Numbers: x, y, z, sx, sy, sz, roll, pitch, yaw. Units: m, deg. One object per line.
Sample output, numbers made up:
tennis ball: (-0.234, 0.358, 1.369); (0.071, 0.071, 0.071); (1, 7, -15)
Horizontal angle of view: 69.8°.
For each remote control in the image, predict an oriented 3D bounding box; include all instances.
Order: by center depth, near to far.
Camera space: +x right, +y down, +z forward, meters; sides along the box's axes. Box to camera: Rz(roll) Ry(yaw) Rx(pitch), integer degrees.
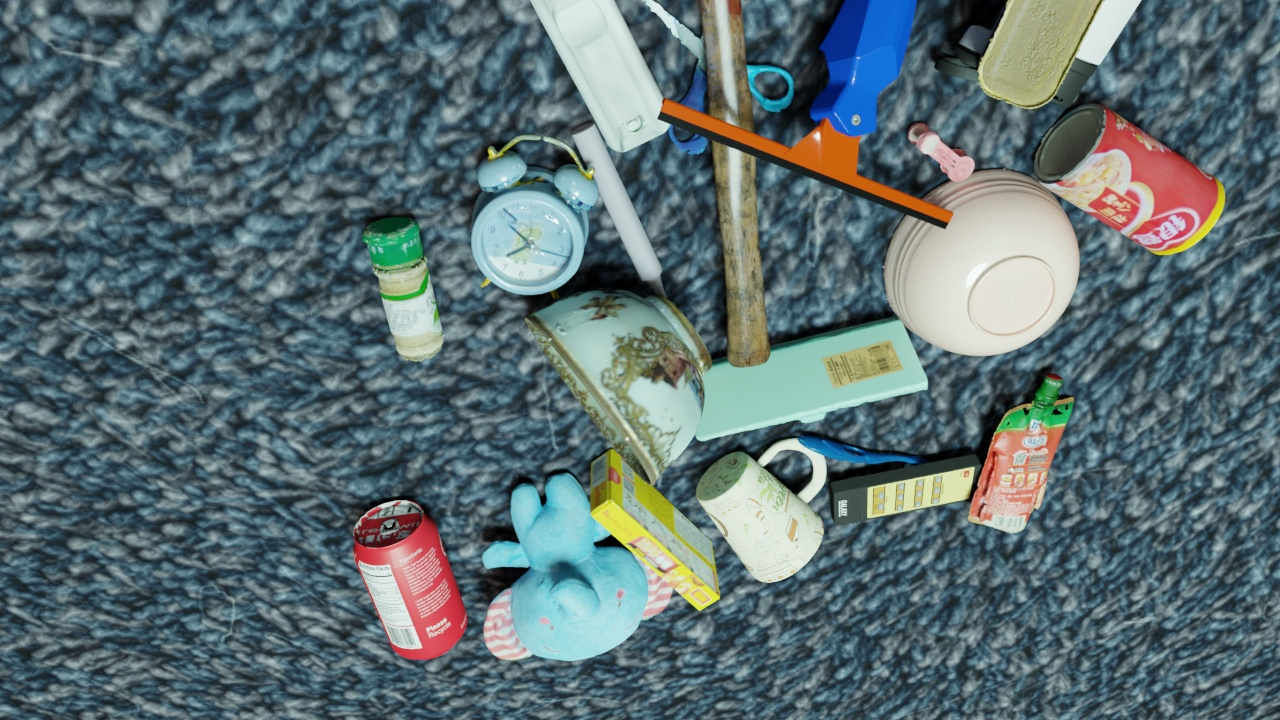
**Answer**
remote control: (-0.027, -0.208, 0.628); (0.050, 0.022, 0.133); (-22, 118, 17)
remote control: (0.241, 0.120, 0.840); (0.133, 0.013, 0.058); (-12, 137, 4)

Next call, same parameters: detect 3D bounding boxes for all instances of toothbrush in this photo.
toothbrush: (-0.005, -0.094, 0.704); (0.019, 0.018, 0.188); (-16, 121, 18)
toothbrush: (0.200, 0.085, 0.823); (0.132, 0.021, 0.016); (12, 123, -14)

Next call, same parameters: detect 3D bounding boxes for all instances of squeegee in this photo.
squeegee: (0.147, -0.208, 0.599); (0.249, 0.055, 0.185); (13, 93, -28)

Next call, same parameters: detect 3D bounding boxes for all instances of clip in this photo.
clip: (0.223, -0.153, 0.675); (0.060, 0.043, 0.023); (38, 115, -8)

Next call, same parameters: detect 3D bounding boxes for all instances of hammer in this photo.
hammer: (0.075, -0.145, 0.652); (0.120, 0.033, 0.331); (-8, 117, 1)

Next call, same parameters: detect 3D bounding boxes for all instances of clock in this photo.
clock: (-0.080, -0.106, 0.673); (0.088, 0.051, 0.125); (10, 120, -8)

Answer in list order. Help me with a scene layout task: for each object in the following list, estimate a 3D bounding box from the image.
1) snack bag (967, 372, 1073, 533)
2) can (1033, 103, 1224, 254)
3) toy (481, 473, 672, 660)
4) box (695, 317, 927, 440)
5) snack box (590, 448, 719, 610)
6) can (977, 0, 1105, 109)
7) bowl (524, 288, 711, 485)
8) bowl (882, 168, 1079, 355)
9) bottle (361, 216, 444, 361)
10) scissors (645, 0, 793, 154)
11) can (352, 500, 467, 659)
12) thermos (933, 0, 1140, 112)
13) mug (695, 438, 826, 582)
snack bag: (0.344, 0.081, 0.816); (0.087, 0.044, 0.155); (-7, 122, -23)
can: (0.358, -0.132, 0.675); (0.124, 0.066, 0.067); (24, 116, -17)
toy: (-0.063, 0.192, 0.827); (0.183, 0.115, 0.181); (-16, 109, -6)
box: (0.131, 0.028, 0.744); (0.188, 0.091, 0.077); (-13, 119, 4)
snack box: (0.013, 0.151, 0.818); (0.025, 0.075, 0.152); (-36, 117, 18)
can: (0.249, -0.210, 0.567); (0.054, 0.058, 0.100); (25, 118, 12)
bowl: (-0.004, 0.004, 0.697); (0.094, 0.160, 0.160); (-37, 119, -9)
bowl: (0.271, -0.063, 0.707); (0.153, 0.076, 0.153); (-2, 121, -3)
bottle: (-0.180, -0.053, 0.703); (0.042, 0.042, 0.110); (-7, 121, 0)
scissors: (0.042, -0.203, 0.644); (0.130, 0.014, 0.117); (38, 113, -23)
can: (-0.208, 0.202, 0.834); (0.074, 0.074, 0.143); (-9, 121, 2)
thermos: (0.292, -0.278, 0.589); (0.101, 0.068, 0.230); (23, 118, -2)
mug: (0.116, 0.121, 0.817); (0.122, 0.081, 0.097); (-43, 108, -3)
